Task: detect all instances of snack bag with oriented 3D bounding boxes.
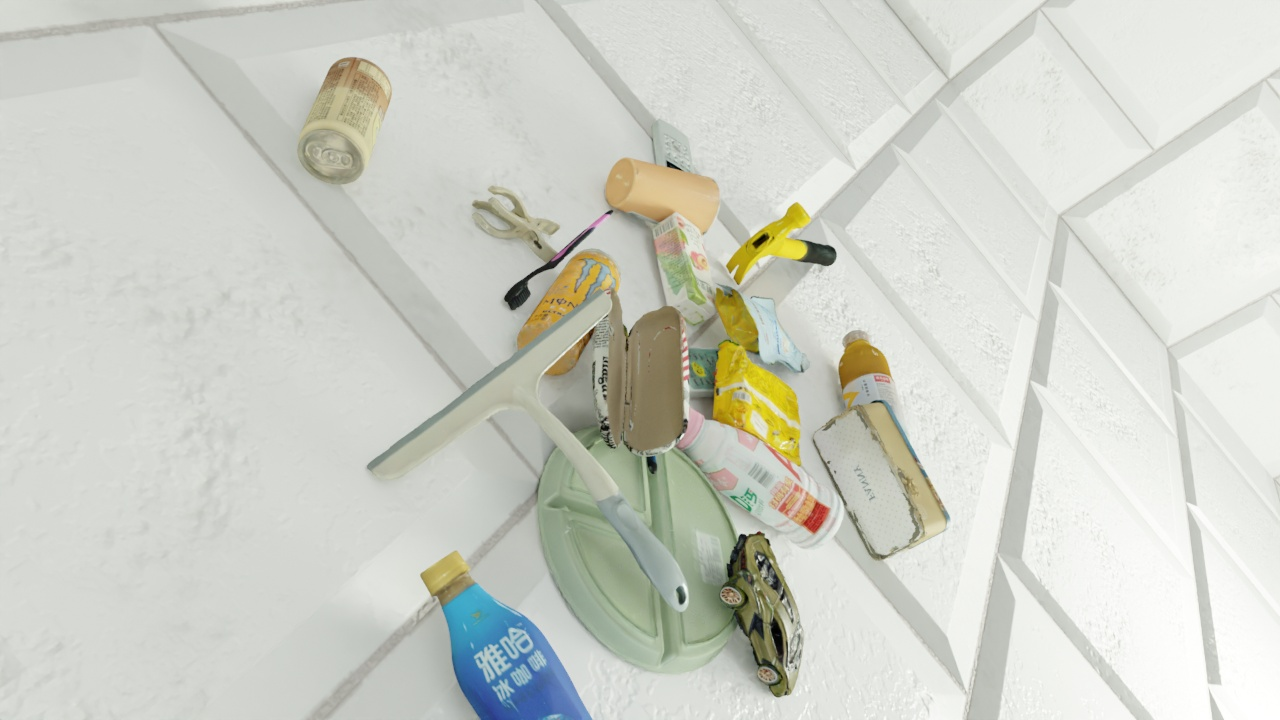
[{"bbox_3d":[0.147,-0.037,1.084,0.110,0.039,0.190,56,18,20],"label":"snack bag"}]

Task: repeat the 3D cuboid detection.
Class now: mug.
[{"bbox_3d":[0.024,-0.194,1.083,0.122,0.078,0.078,10,52,-36],"label":"mug"}]

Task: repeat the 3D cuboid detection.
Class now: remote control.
[{"bbox_3d":[0.063,0.013,0.986,0.134,0.019,0.056,2,58,-47],"label":"remote control"},{"bbox_3d":[0.046,-0.256,1.201,0.058,0.021,0.149,24,43,-33],"label":"remote control"}]

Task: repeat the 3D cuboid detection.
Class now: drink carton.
[{"bbox_3d":[0.049,-0.104,1.049,0.053,0.046,0.122,30,41,-47],"label":"drink carton"}]

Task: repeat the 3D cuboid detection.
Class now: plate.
[{"bbox_3d":[0.010,0.154,0.797,0.230,0.028,0.229,28,42,-29],"label":"plate"}]

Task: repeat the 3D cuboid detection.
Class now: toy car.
[{"bbox_3d":[0.113,0.224,0.806,0.158,0.042,0.070,67,30,-19],"label":"toy car"}]

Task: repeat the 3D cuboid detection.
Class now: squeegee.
[{"bbox_3d":[-0.034,0.099,0.712,0.245,0.039,0.246,-40,94,-30],"label":"squeegee"}]

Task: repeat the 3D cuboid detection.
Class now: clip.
[{"bbox_3d":[-0.118,-0.136,0.907,0.100,0.035,0.072,28,41,-37],"label":"clip"}]

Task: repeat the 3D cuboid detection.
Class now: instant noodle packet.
[{"bbox_3d":[0.124,0.051,0.977,0.128,0.044,0.110,38,41,-35],"label":"instant noodle packet"}]

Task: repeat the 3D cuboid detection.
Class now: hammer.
[{"bbox_3d":[0.208,-0.148,1.226,0.033,0.129,0.300,59,25,12],"label":"hammer"}]

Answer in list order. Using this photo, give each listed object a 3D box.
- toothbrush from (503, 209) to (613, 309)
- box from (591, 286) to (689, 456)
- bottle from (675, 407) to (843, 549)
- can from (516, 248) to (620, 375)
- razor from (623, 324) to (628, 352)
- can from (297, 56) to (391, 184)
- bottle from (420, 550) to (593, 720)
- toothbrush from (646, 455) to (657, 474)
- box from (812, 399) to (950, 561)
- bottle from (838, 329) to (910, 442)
[{"bbox_3d":[-0.076,-0.104,0.909,0.188,0.014,0.018,-48,127,-42],"label":"toothbrush"},{"bbox_3d":[-0.006,0.004,0.819,0.086,0.076,0.161,41,39,-42],"label":"box"},{"bbox_3d":[0.111,0.114,0.914,0.197,0.068,0.068,35,38,-15],"label":"bottle"},{"bbox_3d":[-0.064,-0.048,0.865,0.058,0.058,0.145,42,37,-13],"label":"can"},{"bbox_3d":[-0.002,0.001,0.887,0.042,0.022,0.142,-15,54,-44],"label":"razor"},{"bbox_3d":[-0.255,-0.210,0.796,0.058,0.059,0.116,30,41,-28],"label":"can"},{"bbox_3d":[-0.075,0.225,0.609,0.218,0.065,0.065,55,36,6],"label":"bottle"},{"bbox_3d":[0.004,0.039,0.871,0.014,0.016,0.189,24,31,-22],"label":"toothbrush"},{"bbox_3d":[0.271,0.130,1.052,0.062,0.090,0.184,-1,61,-41],"label":"box"},{"bbox_3d":[0.292,0.043,1.169,0.068,0.068,0.189,26,42,-31],"label":"bottle"}]
